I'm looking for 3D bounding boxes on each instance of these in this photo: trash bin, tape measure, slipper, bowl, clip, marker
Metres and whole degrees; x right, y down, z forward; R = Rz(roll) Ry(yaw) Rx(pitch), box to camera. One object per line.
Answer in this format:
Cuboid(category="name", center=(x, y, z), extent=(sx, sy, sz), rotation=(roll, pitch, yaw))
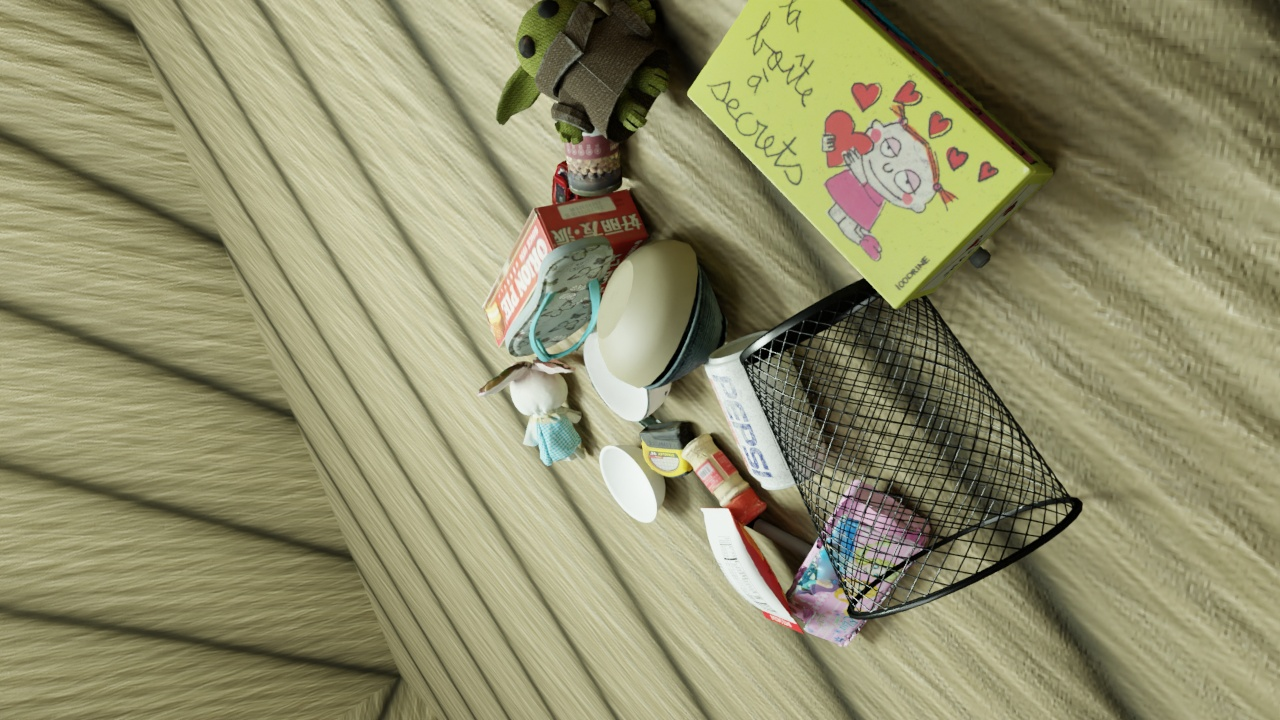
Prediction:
Cuboid(category="trash bin", center=(0.187, 0.054, 0.689), extent=(0.210, 0.183, 0.185), rotation=(62, 150, 9))
Cuboid(category="tape measure", center=(0.036, 0.104, 1.076), extent=(0.066, 0.037, 0.064), rotation=(-9, 108, 40))
Cuboid(category="slipper", center=(-0.077, -0.050, 0.975), extent=(0.054, 0.098, 0.269), rotation=(65, 155, 14))
Cuboid(category="bowl", center=(-0.006, 0.006, 1.034), extent=(0.113, 0.063, 0.114), rotation=(37, 142, 35))
Cuboid(category="clip", center=(-0.006, 0.058, 1.121), extent=(0.076, 0.023, 0.059), rotation=(24, 132, 43))
Cuboid(category="bowl", center=(-0.003, -0.052, 0.904), extent=(0.153, 0.050, 0.152), rotation=(-52, 28, 43))
Cuboid(category="bowl", center=(0.049, -0.029, 0.909), extent=(0.137, 0.057, 0.136), rotation=(-52, 28, 43))
Cuboid(category="marker", center=(0.143, 0.189, 1.013), extent=(0.141, 0.016, 0.016), rotation=(22, 132, 47))
Cuboid(category="bowl", center=(-0.001, 0.148, 1.168), extent=(0.110, 0.040, 0.110), rotation=(36, 142, 35))

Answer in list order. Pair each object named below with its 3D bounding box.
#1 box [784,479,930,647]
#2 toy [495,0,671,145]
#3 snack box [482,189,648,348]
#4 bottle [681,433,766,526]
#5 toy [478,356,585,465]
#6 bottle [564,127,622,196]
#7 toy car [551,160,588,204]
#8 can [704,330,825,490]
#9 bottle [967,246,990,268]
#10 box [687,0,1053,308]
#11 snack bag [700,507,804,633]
Cuboid(category="box", center=(0.201, 0.211, 0.897), extent=(0.084, 0.053, 0.231), rotation=(32, 142, 15))
Cuboid(category="toy", center=(-0.045, -0.264, 0.817), extent=(0.153, 0.078, 0.179), rotation=(37, 103, 14))
Cuboid(category="snack box", center=(-0.090, -0.096, 1.018), extent=(0.060, 0.113, 0.237), rotation=(66, 151, 12))
Cuboid(category="bottle", center=(0.092, 0.132, 1.017), extent=(0.109, 0.044, 0.044), rotation=(51, 148, 16))
Cuboid(category="toy", center=(-0.124, 0.062, 1.257), extent=(0.105, 0.131, 0.205), rotation=(-96, -14, -51))
Cuboid(category="bottle", center=(-0.049, -0.223, 0.913), extent=(0.056, 0.056, 0.105), rotation=(31, 139, 40))
Cuboid(category="toy car", center=(-0.077, -0.177, 1.017), extent=(0.042, 0.036, 0.091), rotation=(40, 150, 29))
Cuboid(category="can", center=(0.120, 0.047, 0.867), extent=(0.078, 0.078, 0.136), rotation=(-8, 108, 58))
Cuboid(category="bottle", center=(0.206, -0.109, 0.655), extent=(0.113, 0.030, 0.030), rotation=(51, 148, 17))
Cuboid(category="box", center=(0.148, -0.156, 0.618), extent=(0.221, 0.080, 0.125), rotation=(51, 124, 15))
Cuboid(category="snack bag", center=(0.113, 0.221, 0.978), extent=(0.144, 0.039, 0.131), rotation=(59, 168, 3))
